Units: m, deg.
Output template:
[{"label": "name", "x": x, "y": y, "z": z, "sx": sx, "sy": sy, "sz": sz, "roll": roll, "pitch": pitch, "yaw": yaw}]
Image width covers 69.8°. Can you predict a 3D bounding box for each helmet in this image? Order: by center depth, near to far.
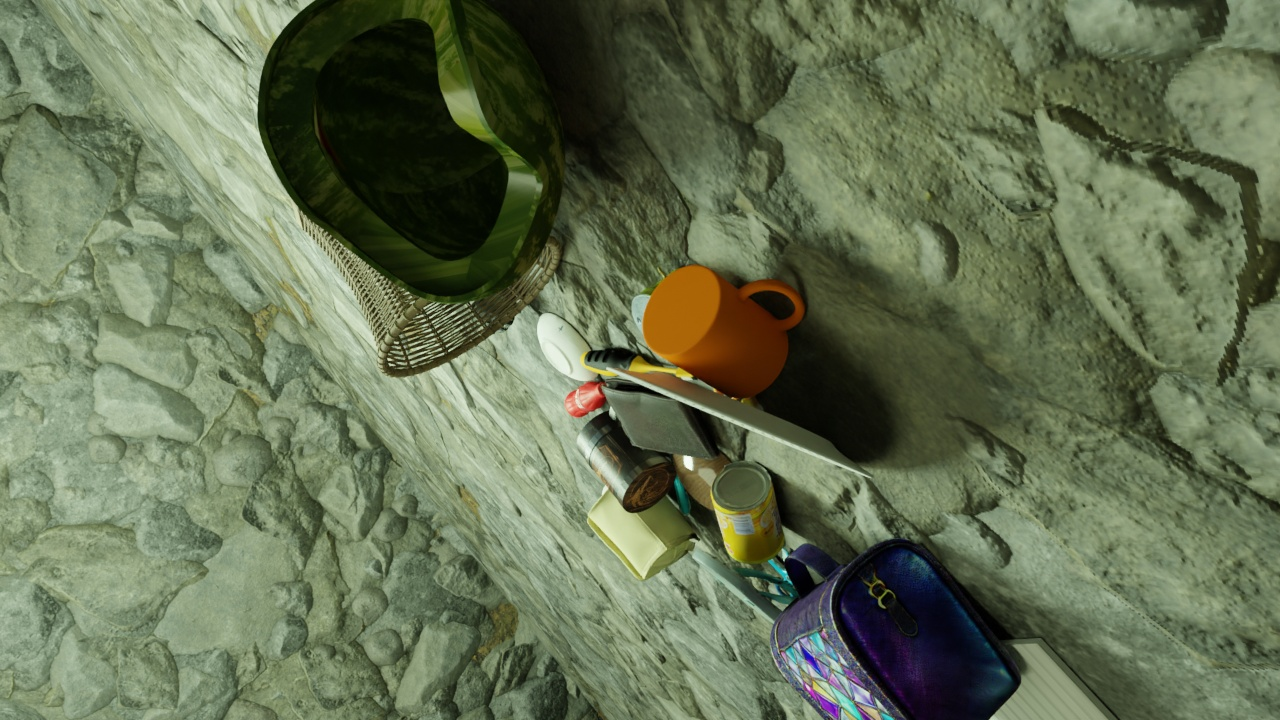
[{"label": "helmet", "x": -0.171, "y": -0.180, "z": 0.758, "sx": 0.247, "sy": 0.213, "sz": 0.242, "roll": 64, "pitch": -168, "yaw": -51}]

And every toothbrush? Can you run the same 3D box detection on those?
[{"label": "toothbrush", "x": -0.006, "y": 0.006, "z": 1.011, "sx": 0.197, "sy": 0.031, "sz": 0.031, "roll": 7, "pitch": 148, "yaw": 51}]

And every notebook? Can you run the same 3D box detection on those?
[{"label": "notebook", "x": 0.364, "y": 0.325, "z": 0.878, "sx": 0.142, "sy": 0.009, "sz": 0.210, "roll": 47, "pitch": 157, "yaw": 4}]

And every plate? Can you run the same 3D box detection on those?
[{"label": "plate", "x": 0.085, "y": 0.046, "z": 0.788, "sx": 0.242, "sy": 0.016, "sz": 0.242, "roll": 22, "pitch": 178, "yaw": 1}, {"label": "plate", "x": -0.097, "y": -0.011, "z": 1.146, "sx": 0.104, "sy": 0.026, "sz": 0.104, "roll": 39, "pitch": 156, "yaw": 21}]

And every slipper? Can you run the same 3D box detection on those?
[{"label": "slipper", "x": 0.141, "y": 0.262, "z": 1.048, "sx": 0.098, "sy": 0.054, "sz": 0.269, "roll": 23, "pitch": 164, "yaw": 46}]

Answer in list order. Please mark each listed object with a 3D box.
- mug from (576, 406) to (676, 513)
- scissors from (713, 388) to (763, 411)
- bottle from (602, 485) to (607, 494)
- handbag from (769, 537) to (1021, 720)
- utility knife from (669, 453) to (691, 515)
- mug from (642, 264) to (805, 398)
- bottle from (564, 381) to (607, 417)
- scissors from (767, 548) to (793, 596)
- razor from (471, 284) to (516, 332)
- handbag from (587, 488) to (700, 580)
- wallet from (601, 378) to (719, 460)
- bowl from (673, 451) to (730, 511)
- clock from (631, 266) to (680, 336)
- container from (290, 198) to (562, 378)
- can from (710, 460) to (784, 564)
[{"label": "mug", "x": -0.015, "y": 0.108, "z": 1.122, "sx": 0.107, "sy": 0.079, "sz": 0.116, "roll": 45, "pitch": 131, "yaw": 36}, {"label": "scissors", "x": 0.104, "y": 0.028, "z": 0.868, "sx": 0.064, "sy": 0.013, "sz": 0.128, "roll": 45, "pitch": 158, "yaw": 7}, {"label": "bottle", "x": 0.010, "y": 0.215, "z": 1.277, "sx": 0.146, "sy": 0.051, "sz": 0.051, "roll": 32, "pitch": 152, "yaw": 34}, {"label": "handbag", "x": 0.224, "y": 0.271, "z": 0.890, "sx": 0.222, "sy": 0.125, "sz": 0.205, "roll": 49, "pitch": 158, "yaw": 15}, {"label": "utility knife", "x": 0.044, "y": 0.135, "z": 1.144, "sx": 0.022, "sy": 0.015, "sz": 0.181, "roll": 54, "pitch": 165, "yaw": 44}, {"label": "mug", "x": 0.074, "y": -0.029, "z": 0.730, "sx": 0.113, "sy": 0.077, "sz": 0.096, "roll": -30, "pitch": 140, "yaw": 29}, {"label": "bottle", "x": -0.065, "y": 0.047, "z": 1.164, "sx": 0.036, "sy": 0.036, "sz": 0.119, "roll": 50, "pitch": 157, "yaw": -4}, {"label": "scissors", "x": 0.183, "y": 0.268, "z": 1.107, "sx": 0.134, "sy": 0.011, "sz": 0.138, "roll": 41, "pitch": 157, "yaw": 10}, {"label": "razor", "x": -0.204, "y": -0.104, "z": 1.143, "sx": 0.151, "sy": 0.067, "sz": 0.054, "roll": 58, "pitch": 153, "yaw": -1}, {"label": "handbag", "x": 0.010, "y": 0.214, "z": 1.188, "sx": 0.119, "sy": 0.111, "sz": 0.081, "roll": 47, "pitch": 116, "yaw": 21}, {"label": "wallet", "x": 0.022, "y": 0.064, "z": 1.019, "sx": 0.120, "sy": 0.031, "sz": 0.099, "roll": 4, "pitch": 134, "yaw": 39}, {"label": "bowl", "x": 0.077, "y": 0.140, "z": 1.068, "sx": 0.118, "sy": 0.030, "sz": 0.118, "roll": 39, "pitch": 155, "yaw": 21}, {"label": "clock", "x": 0.041, "y": -0.029, "z": 0.834, "sx": 0.083, "sy": 0.057, "sz": 0.119, "roll": 25, "pitch": 147, "yaw": 41}, {"label": "container", "x": -0.231, "y": -0.127, "z": 0.971, "sx": 0.196, "sy": 0.226, "sz": 0.227, "roll": 52, "pitch": 158, "yaw": 9}, {"label": "can", "x": 0.117, "y": 0.166, "z": 0.993, "sx": 0.068, "sy": 0.067, "sz": 0.105, "roll": 29, "pitch": 150, "yaw": 39}]
